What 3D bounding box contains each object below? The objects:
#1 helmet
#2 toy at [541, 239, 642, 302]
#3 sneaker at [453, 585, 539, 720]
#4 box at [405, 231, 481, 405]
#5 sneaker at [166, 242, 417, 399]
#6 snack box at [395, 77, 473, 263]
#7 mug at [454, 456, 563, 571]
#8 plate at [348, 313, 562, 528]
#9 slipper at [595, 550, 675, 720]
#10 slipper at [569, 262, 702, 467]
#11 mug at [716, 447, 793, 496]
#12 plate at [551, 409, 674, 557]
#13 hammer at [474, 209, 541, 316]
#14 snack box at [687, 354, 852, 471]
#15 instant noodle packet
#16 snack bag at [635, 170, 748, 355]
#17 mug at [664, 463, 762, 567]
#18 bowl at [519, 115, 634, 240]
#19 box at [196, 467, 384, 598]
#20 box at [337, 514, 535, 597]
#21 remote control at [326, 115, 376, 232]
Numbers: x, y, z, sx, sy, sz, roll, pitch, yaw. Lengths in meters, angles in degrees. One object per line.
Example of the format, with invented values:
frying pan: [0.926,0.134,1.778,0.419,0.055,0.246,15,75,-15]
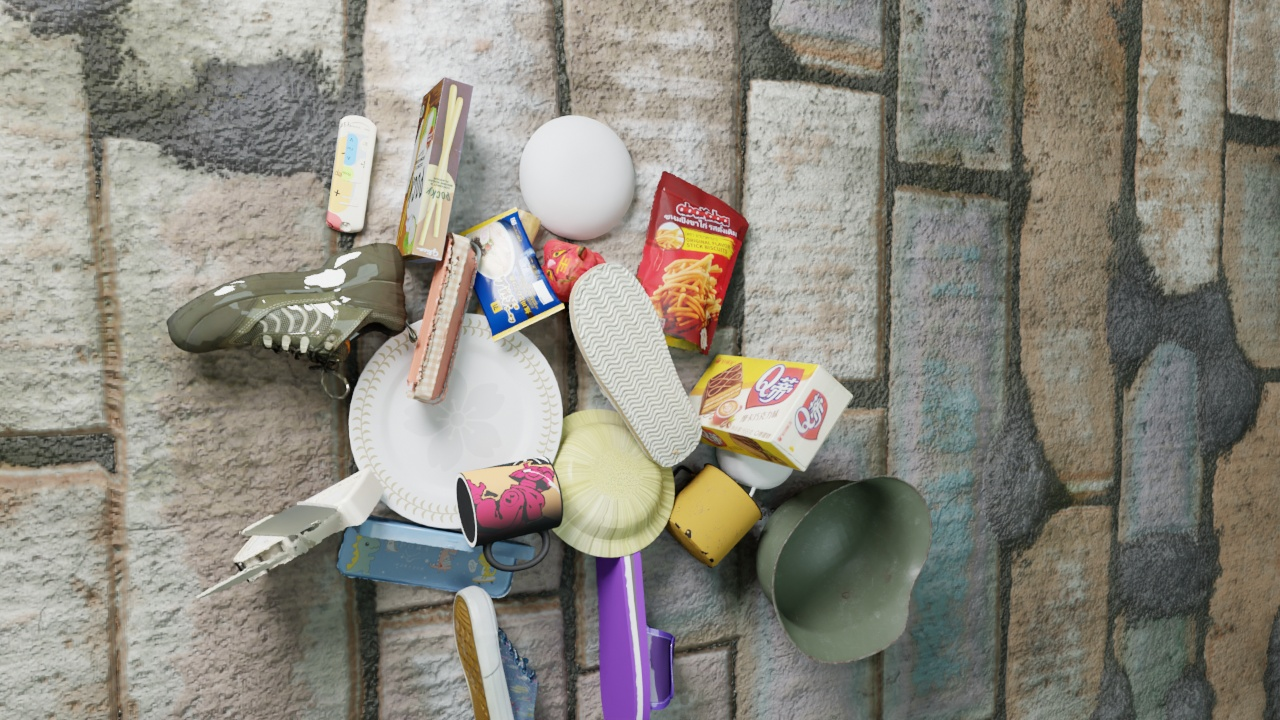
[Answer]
helmet: [0.256,0.254,1.225,0.267,0.154,0.227,-30,104,-16]
toy: [-0.055,-0.092,1.087,0.132,0.094,0.088,14,84,-25]
sneaker: [-0.159,0.370,1.079,0.079,0.087,0.235,-17,105,-30]
box: [-0.210,-0.043,0.989,0.070,0.057,0.187,16,86,-57]
sneaker: [-0.343,-0.021,0.944,0.237,0.101,0.143,-19,91,-18]
snack box: [-0.226,-0.201,0.995,0.031,0.101,0.186,11,89,-26]
mug: [-0.141,0.172,1.010,0.098,0.082,0.118,-9,82,-25]
plate: [-0.205,0.068,1.036,0.242,0.016,0.242,-1,93,-25]
slipper: [0.004,0.342,1.145,0.084,0.107,0.266,-4,91,-25]
slipper: [-0.006,0.006,1.087,0.114,0.052,0.263,-36,113,-23]
mug: [0.151,0.131,1.214,0.094,0.068,0.115,24,83,-25]
plate: [-0.036,0.140,1.103,0.184,0.036,0.184,9,65,-20]
hammer: [-0.187,-0.017,1.067,0.132,0.033,0.330,23,83,-23]
snack box: [0.142,0.057,1.115,0.061,0.230,0.110,41,76,-22]
instant noodle packet: [-0.153,-0.099,1.039,0.087,0.026,0.134,-26,78,-2]
snack bag: [0.057,-0.120,1.173,0.139,0.067,0.207,20,76,-20]
mug: [0.079,0.193,1.177,0.124,0.101,0.094,41,75,20]
bowl: [-0.068,-0.221,1.100,0.149,0.043,0.149,-2,94,-25]
box: [-0.343,0.168,0.906,0.144,0.187,0.058,-29,94,4]
box: [-0.229,0.226,1.041,0.208,0.073,0.085,15,91,-25]
remote control: [-0.315,-0.203,1.000,0.038,0.018,0.125,7,92,-25]
